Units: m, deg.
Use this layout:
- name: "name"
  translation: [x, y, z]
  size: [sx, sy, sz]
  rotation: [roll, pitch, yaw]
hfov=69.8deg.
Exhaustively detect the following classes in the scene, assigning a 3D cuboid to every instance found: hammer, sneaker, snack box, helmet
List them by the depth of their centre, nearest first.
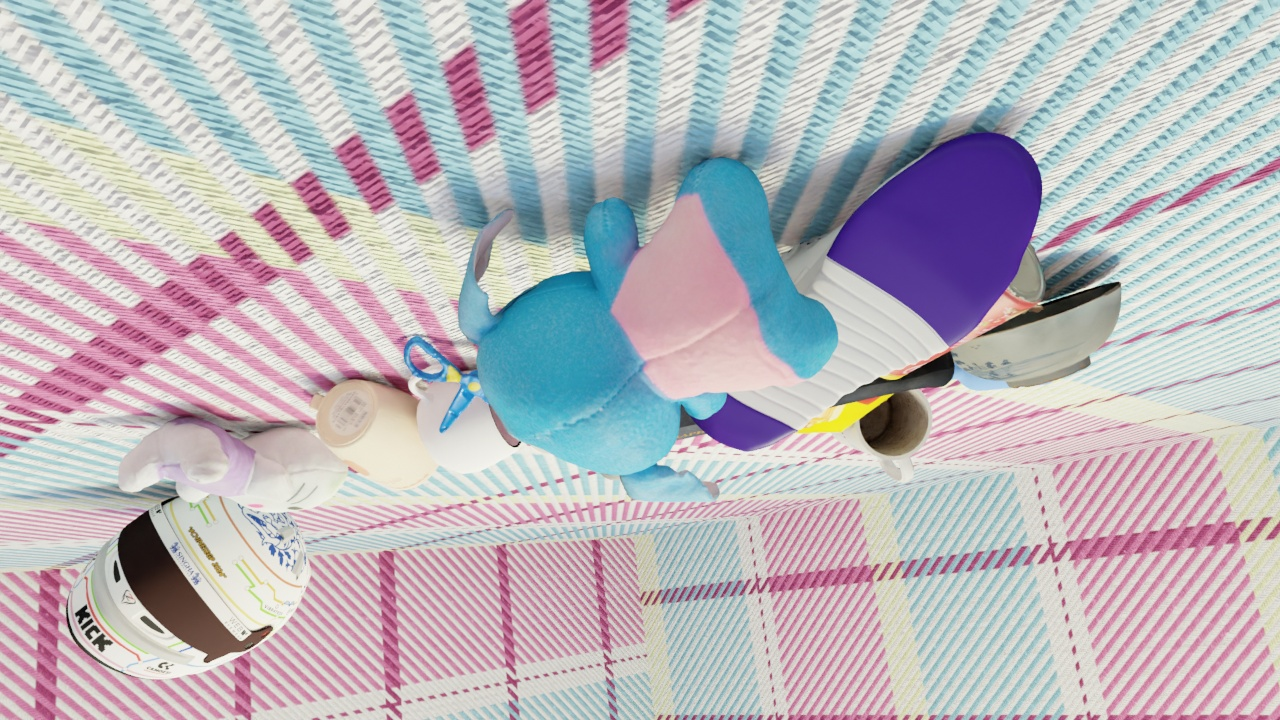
- name: "sneaker"
  translation: [0.130, -0.046, 0.553]
  size: [0.245, 0.092, 0.110]
  rotation: [-42, -170, 33]
- name: "hammer"
  translation: [0.100, 0.038, 0.761]
  size: [0.313, 0.035, 0.139]
  rotation: [-12, 156, 7]
- name: "snack box"
  translation: [0.185, 0.022, 0.867]
  size: [0.092, 0.042, 0.201]
  rotation: [-1, 159, -12]
- name: "helmet"
  translation: [-0.581, 0.287, 1.247]
  size: [0.236, 0.231, 0.314]
  rotation: [-38, 171, -5]

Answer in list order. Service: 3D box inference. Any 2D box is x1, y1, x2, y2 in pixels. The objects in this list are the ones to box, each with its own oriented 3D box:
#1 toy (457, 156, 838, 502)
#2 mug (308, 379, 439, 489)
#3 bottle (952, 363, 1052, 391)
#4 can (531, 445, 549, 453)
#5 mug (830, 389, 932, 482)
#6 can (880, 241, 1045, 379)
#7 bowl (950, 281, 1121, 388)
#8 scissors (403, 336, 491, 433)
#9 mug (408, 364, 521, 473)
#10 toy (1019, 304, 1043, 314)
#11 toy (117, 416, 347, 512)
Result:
- name: "toy"
  translation: [0.009, -0.002, 0.504]
  size: [0.192, 0.098, 0.224]
  rotation: [-28, 114, 22]
- name: "mug"
  translation: [-0.248, 0.059, 0.831]
  size: [0.111, 0.085, 0.104]
  rotation: [19, 167, 25]
- name: "bottle"
  translation: [0.361, 0.007, 0.953]
  size: [0.131, 0.048, 0.048]
  rotation: [-5, 166, -7]
- name: "can"
  translation: [-0.041, 0.052, 0.878]
  size: [0.079, 0.079, 0.146]
  rotation: [-18, 162, 37]
- name: "mug"
  translation: [0.261, 0.076, 0.989]
  size: [0.083, 0.119, 0.096]
  rotation: [-25, -175, -6]
- name: "can"
  translation: [0.202, -0.040, 0.620]
  size: [0.066, 0.066, 0.125]
  rotation: [3, 154, -35]
- name: "bowl"
  translation: [0.327, -0.013, 0.757]
  size: [0.151, 0.057, 0.150]
  rotation: [-20, 180, 0]
- name: "scissors"
  translation: [-0.129, 0.013, 0.729]
  size: [0.131, 0.014, 0.125]
  rotation: [-30, 128, 19]
- name: "mug"
  translation: [-0.159, 0.044, 0.797]
  size: [0.076, 0.090, 0.124]
  rotation: [-18, 139, 11]
- name: "toy"
  translation: [0.247, -0.039, 0.713]
  size: [0.112, 0.050, 0.087]
  rotation: [-24, 167, 12]
- name: "toy"
  translation: [-0.397, 0.105, 0.912]
  size: [0.138, 0.085, 0.209]
  rotation: [-9, 164, 19]
